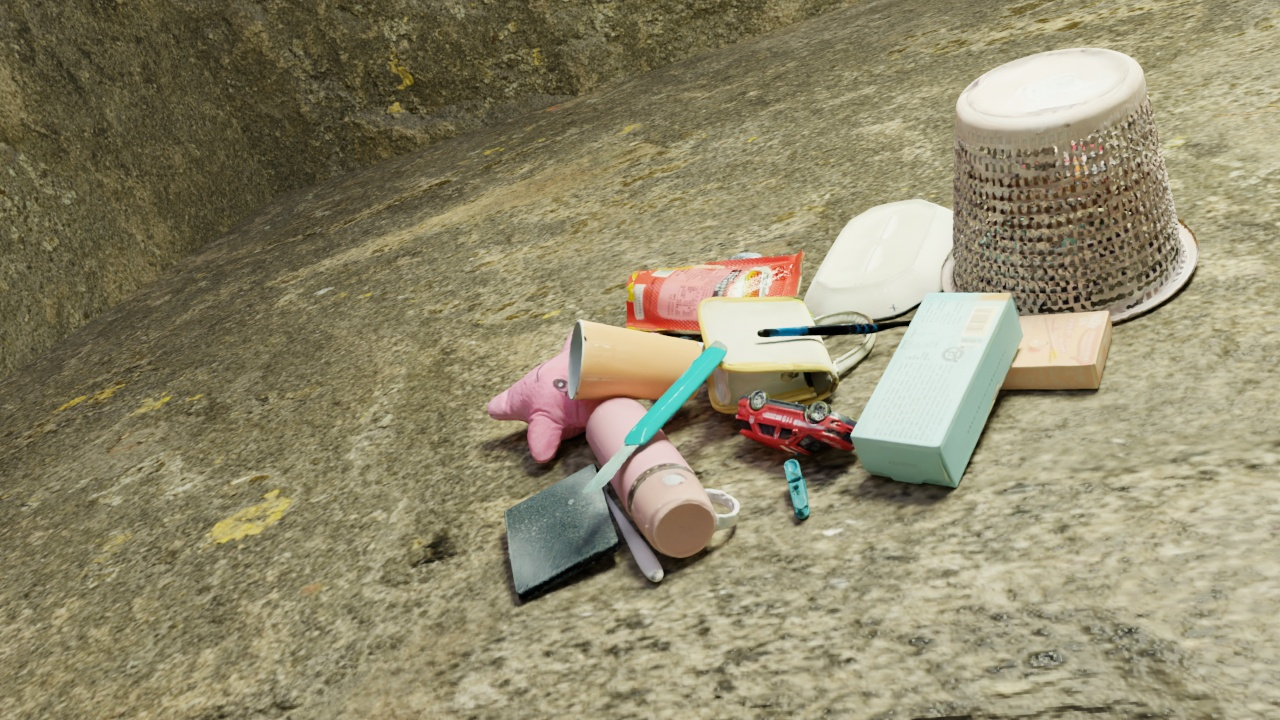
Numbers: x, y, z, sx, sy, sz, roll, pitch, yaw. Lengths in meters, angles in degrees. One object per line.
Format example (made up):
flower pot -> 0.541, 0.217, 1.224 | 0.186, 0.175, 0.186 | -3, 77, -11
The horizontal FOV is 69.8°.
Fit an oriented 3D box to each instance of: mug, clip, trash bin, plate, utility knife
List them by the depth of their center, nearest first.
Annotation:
clip -> 0.127, 0.105, 0.741 | 0.015, 0.048, 0.056 | -15, 30, 12
utility knife -> 0.017, 0.045, 0.794 | 0.029, 0.013, 0.208 | 7, 41, 43
trash bin -> 0.380, -0.166, 0.842 | 0.228, 0.192, 0.227 | -16, 34, 11
mug -> -0.005, 0.005, 0.898 | 0.122, 0.078, 0.078 | 6, 21, -14
plate -> 0.278, -0.123, 1.053 | 0.162, 0.034, 0.264 | -4, 30, 33

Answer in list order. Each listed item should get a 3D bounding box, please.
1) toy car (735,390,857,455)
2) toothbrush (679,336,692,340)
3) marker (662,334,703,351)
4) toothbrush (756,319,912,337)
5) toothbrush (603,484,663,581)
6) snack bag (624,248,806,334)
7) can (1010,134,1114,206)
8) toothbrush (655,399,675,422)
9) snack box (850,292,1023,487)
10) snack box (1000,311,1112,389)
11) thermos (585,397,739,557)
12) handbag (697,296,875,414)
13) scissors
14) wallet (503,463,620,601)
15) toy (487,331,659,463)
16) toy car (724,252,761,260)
toy car -> 0.135, 0.057, 0.792 | 0.121, 0.053, 0.045 | 5, 75, 51
toothbrush -> 0.013, -0.018, 1.041 | 0.016, 0.017, 0.188 | -46, 21, -19
marker -> 0.056, -0.015, 1.039 | 0.022, 0.018, 0.131 | -26, 23, -31
toothbrush -> 0.204, -0.029, 0.882 | 0.189, 0.014, 0.016 | -3, 37, -9
toothbrush -> -0.015, 0.139, 0.790 | 0.016, 0.016, 0.180 | -28, 26, -8
snack bag -> 0.086, -0.076, 1.082 | 0.208, 0.073, 0.128 | 0, 46, 29
can -> 0.468, -0.207, 1.027 | 0.094, 0.066, 0.066 | -19, 25, 7
toothbrush -> 0.001, 0.022, 1.008 | 0.021, 0.029, 0.189 | 15, 13, -22
snack box -> 0.243, 0.019, 0.742 | 0.074, 0.051, 0.174 | 4, 48, 44
snack box -> 0.318, -0.007, 0.799 | 0.158, 0.026, 0.084 | -2, 32, 37
thermos -> 0.016, 0.097, 0.800 | 0.087, 0.067, 0.198 | -5, 20, -17
handbag -> 0.150, -0.009, 0.914 | 0.179, 0.063, 0.163 | -4, 29, -1
scissors -> 0.399, -0.112, 0.954 | 0.177, 0.019, 0.169 | -36, 29, -22
wallet -> -0.070, 0.147, 0.801 | 0.097, 0.019, 0.120 | -29, 30, 3
toy -> -0.054, 0.028, 0.971 | 0.194, 0.075, 0.179 | -40, 41, -18
toy car -> 0.110, -0.107, 1.161 | 0.105, 0.031, 0.049 | -37, 27, -25
